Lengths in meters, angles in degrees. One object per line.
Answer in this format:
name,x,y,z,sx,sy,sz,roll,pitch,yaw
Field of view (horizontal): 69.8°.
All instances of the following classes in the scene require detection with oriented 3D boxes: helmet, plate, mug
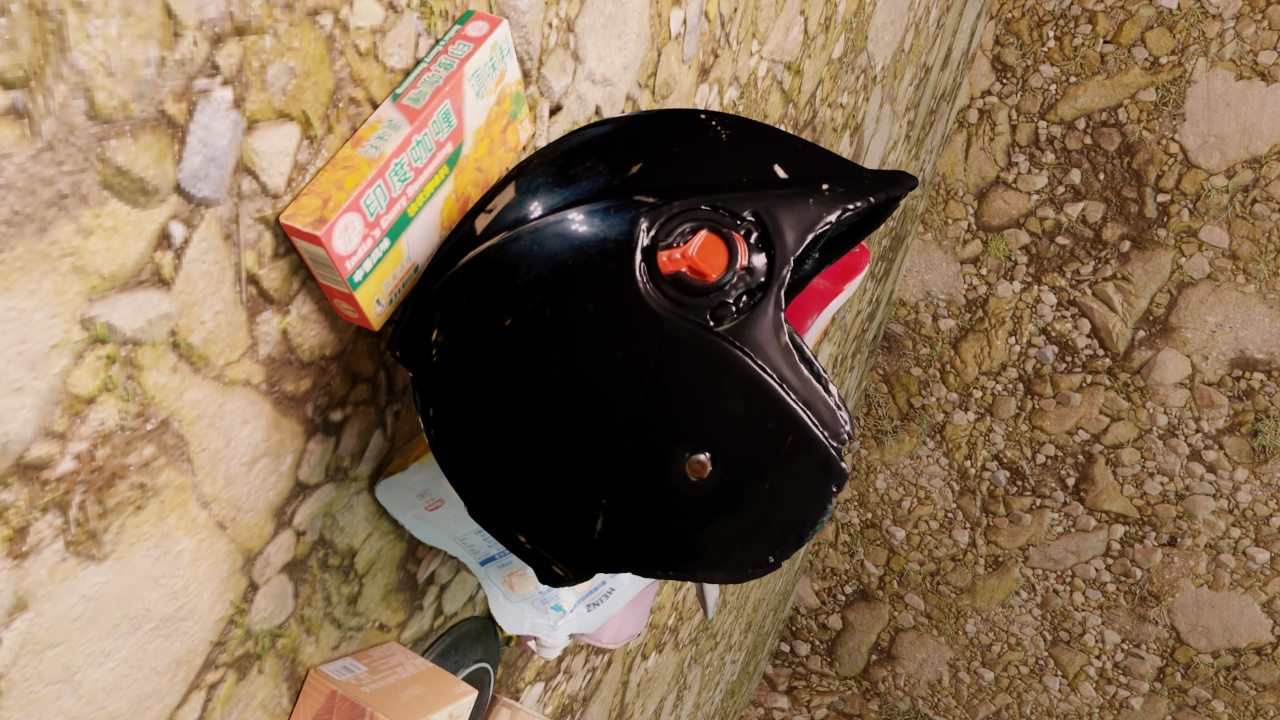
helmet,0.122,-0.073,0.942,0.207,0.144,0.239,-63,-178,18
helmet,0.009,-0.014,0.472,0.275,0.230,0.233,-53,175,3
plate,-0.163,0.297,0.754,0.178,0.024,0.180,-53,156,-37
mug,-0.130,0.366,0.830,0.103,0.084,0.125,-64,157,-18

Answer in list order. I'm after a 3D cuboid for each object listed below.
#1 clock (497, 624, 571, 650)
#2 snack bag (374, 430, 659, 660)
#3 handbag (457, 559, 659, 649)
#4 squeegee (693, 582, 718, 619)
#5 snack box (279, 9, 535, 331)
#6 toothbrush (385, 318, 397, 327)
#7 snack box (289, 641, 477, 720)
clock,-0.076,0.194,0.819,0.158,0.060,0.117,-30,139,-63
snack bag,-0.073,0.111,0.596,0.110,0.039,0.191,-43,117,-12
handbag,-0.033,0.093,0.685,0.197,0.145,0.098,-67,164,6
squeegee,0.038,0.142,0.896,0.246,0.040,0.249,-37,110,-57
snack box,-0.110,-0.097,0.465,0.155,0.027,0.077,-59,159,-25
toothbrush,-0.107,-0.012,0.586,0.018,0.014,0.189,-60,161,7
snack box,-0.173,0.249,0.594,0.094,0.077,0.092,-68,161,2
